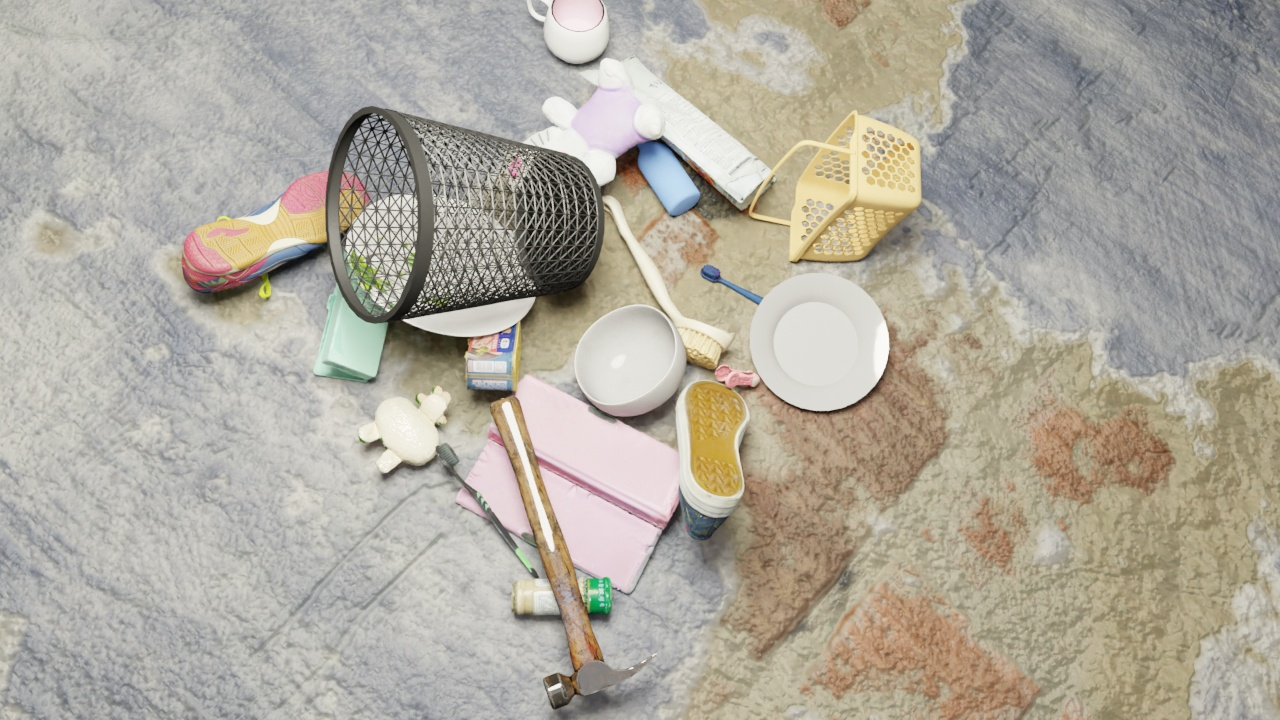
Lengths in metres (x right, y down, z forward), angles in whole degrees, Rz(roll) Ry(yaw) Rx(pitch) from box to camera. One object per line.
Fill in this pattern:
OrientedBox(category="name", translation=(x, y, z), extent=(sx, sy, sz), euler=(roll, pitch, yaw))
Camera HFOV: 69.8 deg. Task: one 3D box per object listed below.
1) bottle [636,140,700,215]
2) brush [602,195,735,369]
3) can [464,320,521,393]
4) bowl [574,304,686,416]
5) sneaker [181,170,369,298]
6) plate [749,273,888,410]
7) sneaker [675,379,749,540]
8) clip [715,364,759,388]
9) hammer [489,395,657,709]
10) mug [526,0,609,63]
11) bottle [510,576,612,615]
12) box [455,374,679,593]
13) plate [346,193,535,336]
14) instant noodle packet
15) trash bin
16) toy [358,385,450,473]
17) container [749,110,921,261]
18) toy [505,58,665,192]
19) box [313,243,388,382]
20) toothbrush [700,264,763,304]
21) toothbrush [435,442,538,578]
OrientedBox(category="bottle", translation=(0.025, -0.254, 1.201), extent=(0.048, 0.048, 0.131), euler=(-28, 76, -15))
OrientedBox(category="brush", translation=(0.021, -0.102, 1.148), extent=(0.077, 0.062, 0.272), euler=(-28, 72, -20))
OrientedBox(category="can", translation=(-0.171, -0.006, 1.070), extent=(0.059, 0.054, 0.099), euler=(2, 33, -5))
OrientedBox(category="bowl", translation=(-0.006, 0.006, 1.083), extent=(0.132, 0.064, 0.131), euler=(-12, 59, 20))
OrientedBox(category="sneaker", translation=(-0.439, -0.156, 1.106), extent=(0.241, 0.091, 0.116), euler=(-35, 83, -36))
OrientedBox(category="plate", translation=(0.221, -0.023, 1.144), extent=(0.173, 0.019, 0.172), euler=(0, 81, -2))
OrientedBox(category="sneaker", translation=(0.071, 0.106, 1.030), extent=(0.087, 0.079, 0.235), euler=(18, 30, -5))
OrientedBox(category="clip", translation=(0.122, 0.022, 1.114), extent=(0.057, 0.035, 0.022), euler=(4, 108, -33))
OrientedBox(category="hammer", translation=(-0.090, 0.191, 0.992), extent=(0.120, 0.033, 0.330), euler=(-17, 75, -12))
OrientedBox(category="mug", translation=(-0.101, -0.457, 1.244), extent=(0.124, 0.076, 0.090), euler=(29, 70, 4))
OrientedBox(category="bottle", translation=(-0.086, 0.259, 1.007), extent=(0.110, 0.043, 0.042), euler=(0, 70, -5))
OrientedBox(category="box", translation=(-0.072, 0.136, 1.050), extent=(0.233, 0.055, 0.179), euler=(26, 71, 3))
OrientedBox(category="plate", translation=(-0.237, -0.110, 1.102), extent=(0.229, 0.030, 0.228), euler=(16, 46, -17))
OrientedBox(category="instant noodle packet", translation=(0.053, -0.305, 1.208), extent=(0.269, 0.057, 0.146), euler=(41, 36, 9))
OrientedBox(category="trash bin", translation=(-0.185, -0.154, 1.010), extent=(0.242, 0.218, 0.216), euler=(-5, 68, -41))
OrientedBox(category="toy", translation=(-0.265, 0.078, 1.048), extent=(0.112, 0.050, 0.087), euler=(-41, 84, -24))
OrientedBox(category="container", translation=(0.235, -0.213, 1.139), extent=(0.167, 0.184, 0.129), euler=(9, 70, -11))
OrientedBox(category="toy", translation=(-0.070, -0.266, 1.141), extent=(0.210, 0.085, 0.137), euler=(-41, 85, 23))
OrientedBox(category="box", translation=(-0.343, -0.067, 1.106), extent=(0.077, 0.079, 0.188), euler=(24, 63, -41))
OrientedBox(category="toothbrush", translation=(0.162, -0.074, 1.168), extent=(0.190, 0.017, 0.016), euler=(28, 70, 4))
OrientedBox(category="toothbrush", translation=(-0.170, 0.168, 1.032), extent=(0.017, 0.014, 0.188), euler=(-38, 88, 14))
